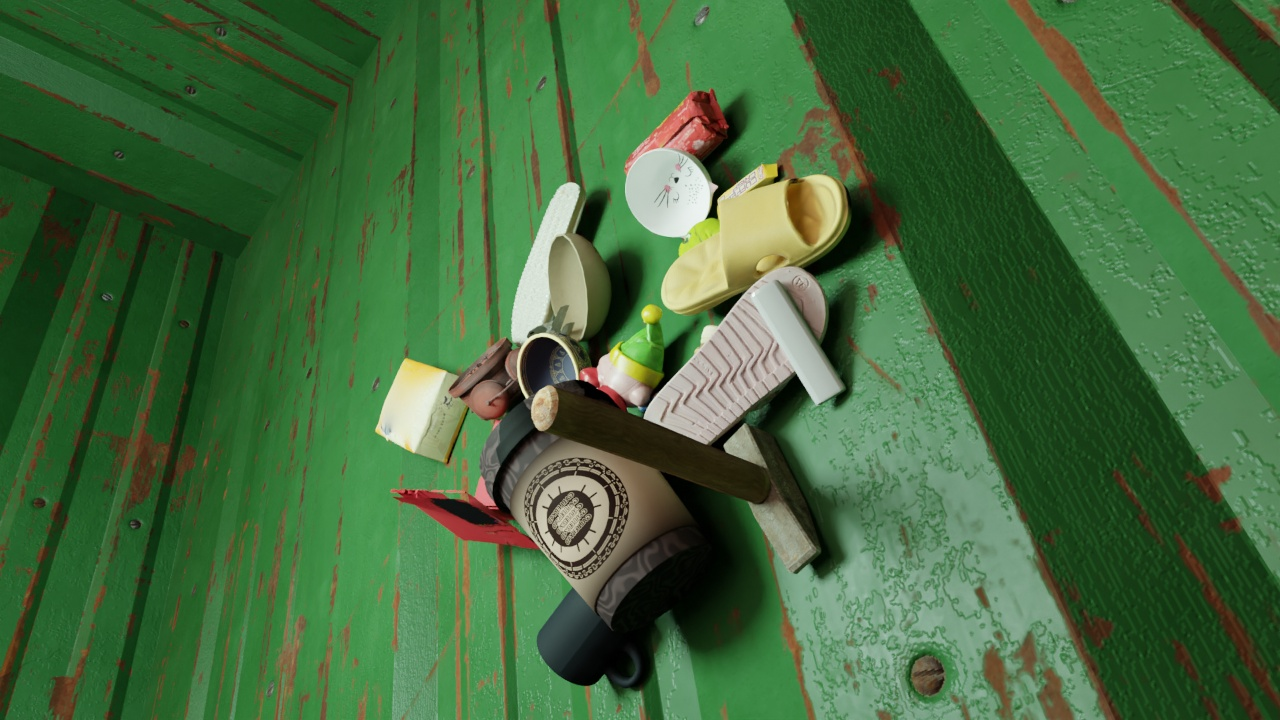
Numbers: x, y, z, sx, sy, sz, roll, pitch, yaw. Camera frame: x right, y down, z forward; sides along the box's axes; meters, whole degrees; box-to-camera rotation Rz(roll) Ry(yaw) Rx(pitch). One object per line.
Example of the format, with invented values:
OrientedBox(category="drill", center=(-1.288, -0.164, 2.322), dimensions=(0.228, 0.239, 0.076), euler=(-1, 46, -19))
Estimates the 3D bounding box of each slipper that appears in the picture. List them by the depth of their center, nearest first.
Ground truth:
OrientedBox(category="slipper", center=(0.103, 0.009, 0.953), dimensions=(0.239, 0.064, 0.094), euler=(-46, 77, 9))
OrientedBox(category="slipper", center=(0.106, -0.130, 0.994), dimensions=(0.264, 0.078, 0.099), euler=(-29, 46, 42))
OrientedBox(category="slipper", center=(-0.127, -0.139, 1.389), dimensions=(0.115, 0.052, 0.262), euler=(9, 82, 53))

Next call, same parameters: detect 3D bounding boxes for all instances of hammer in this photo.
OrientedBox(category="hammer", center=(0.032, 0.088, 0.811), dimensions=(0.037, 0.300, 0.157), euler=(-49, 38, 24))

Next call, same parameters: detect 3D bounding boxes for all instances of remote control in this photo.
OrientedBox(category="remote control", center=(0.154, -0.019, 0.899), dimensions=(0.033, 0.012, 0.131), euler=(-32, 78, 8))

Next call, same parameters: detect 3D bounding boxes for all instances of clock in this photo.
OrientedBox(category="clock", center=(-0.211, 0.030, 1.343), dimensions=(0.120, 0.072, 0.158), euler=(-47, 14, -20))

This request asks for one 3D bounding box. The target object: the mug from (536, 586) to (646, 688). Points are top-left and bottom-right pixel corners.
OrientedBox(category="mug", center=(-0.041, 0.301, 0.993), dimensions=(0.121, 0.085, 0.095), euler=(43, 108, 25))

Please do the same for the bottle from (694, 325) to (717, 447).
OrientedBox(category="bottle", center=(0.065, 0.043, 1.009), dimensions=(0.060, 0.059, 0.166), euler=(-1, 69, 53))

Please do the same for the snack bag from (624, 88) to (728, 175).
OrientedBox(category="snack bag", center=(0.042, -0.277, 1.215), dimensions=(0.177, 0.082, 0.082), euler=(-40, 42, 34))

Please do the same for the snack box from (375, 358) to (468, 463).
OrientedBox(category="snack box", center=(-0.377, 0.081, 1.570), dimensions=(0.195, 0.080, 0.145), euler=(12, 79, 55))

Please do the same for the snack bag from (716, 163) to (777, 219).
OrientedBox(category="snack bag", center=(0.126, -0.204, 1.108), dimensions=(0.099, 0.020, 0.026), euler=(-33, 47, 40))

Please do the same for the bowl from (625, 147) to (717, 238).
OrientedBox(category="bowl", center=(0.043, -0.220, 1.171), dimensions=(0.115, 0.114, 0.050), euler=(-37, 8, 36))

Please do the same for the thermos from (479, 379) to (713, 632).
OrientedBox(category="thermos", center=(-0.043, 0.154, 0.963), dimensions=(0.226, 0.172, 0.173), euler=(48, 111, 30))

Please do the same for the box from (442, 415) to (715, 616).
OrientedBox(category="box", center=(-0.066, 0.207, 1.277), dimensions=(0.218, 0.351, 0.197), euler=(-12, 57, 52))

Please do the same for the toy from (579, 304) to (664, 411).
OrientedBox(category="toy", center=(-0.007, 0.007, 1.111), dimensions=(0.131, 0.097, 0.124), euler=(-37, 40, 0))

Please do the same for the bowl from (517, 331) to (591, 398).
OrientedBox(category="bowl", center=(-0.106, 0.014, 1.249), dimensions=(0.113, 0.061, 0.112), euler=(10, 107, 36))

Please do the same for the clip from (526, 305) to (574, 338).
OrientedBox(category="clip", center=(-0.123, -0.032, 1.276), dimensions=(0.056, 0.056, 0.102), euler=(-44, -12, -34))

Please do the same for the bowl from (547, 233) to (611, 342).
OrientedBox(category="bowl", center=(-0.079, -0.102, 1.270), dimensions=(0.152, 0.050, 0.152), euler=(170, 90, -67))

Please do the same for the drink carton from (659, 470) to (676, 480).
OrientedBox(category="drink carton", center=(-0.011, 0.120, 1.086), dimensions=(0.130, 0.040, 0.064), euler=(-25, 52, 44))

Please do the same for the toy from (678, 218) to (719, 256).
OrientedBox(category="toy", center=(0.085, -0.136, 1.112), dimensions=(0.094, 0.036, 0.093), euler=(-32, 50, 32))

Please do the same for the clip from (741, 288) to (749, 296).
OrientedBox(category="clip", center=(0.127, -0.091, 1.035), dimensions=(0.113, 0.028, 0.162), euler=(-23, 51, 46))
